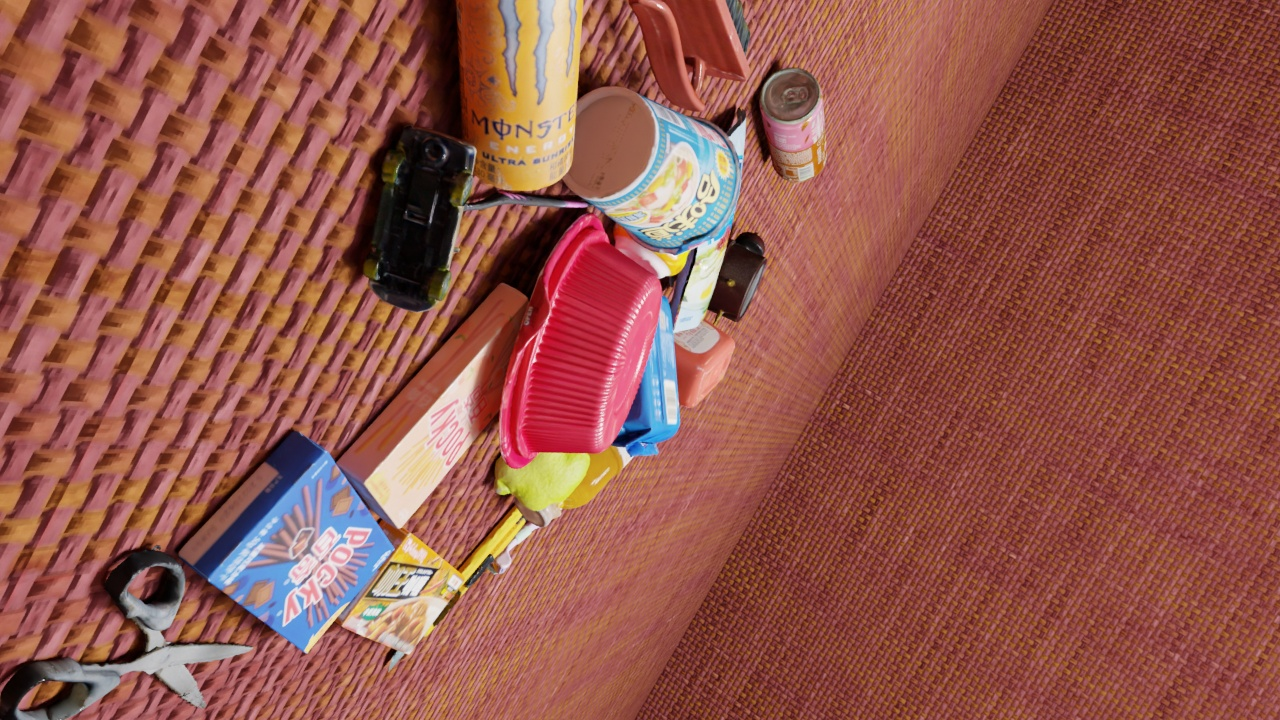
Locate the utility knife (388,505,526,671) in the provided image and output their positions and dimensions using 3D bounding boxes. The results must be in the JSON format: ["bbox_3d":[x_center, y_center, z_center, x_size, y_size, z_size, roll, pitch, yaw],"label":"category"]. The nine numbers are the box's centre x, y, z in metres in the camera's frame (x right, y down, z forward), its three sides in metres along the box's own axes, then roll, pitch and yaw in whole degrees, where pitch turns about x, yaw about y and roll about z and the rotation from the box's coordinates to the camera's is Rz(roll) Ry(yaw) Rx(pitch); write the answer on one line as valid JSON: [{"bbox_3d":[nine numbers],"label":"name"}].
[{"bbox_3d":[-0.155,0.196,0.811,0.192,0.015,0.033,-50,158,-29],"label":"utility knife"}]

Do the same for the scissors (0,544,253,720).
[{"bbox_3d":[-0.253,0.152,0.474,0.170,0.014,0.160,-29,148,-62],"label":"scissors"}]

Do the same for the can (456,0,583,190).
[{"bbox_3d":[-0.057,-0.152,0.432,0.058,0.058,0.146,-47,159,-35],"label":"can"}]

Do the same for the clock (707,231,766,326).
[{"bbox_3d":[0.099,-0.091,0.977,0.121,0.055,0.082,-51,162,-49],"label":"clock"}]

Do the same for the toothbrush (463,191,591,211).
[{"bbox_3d":[-0.072,-0.099,0.557,0.188,0.014,0.018,-20,126,-65],"label":"toothbrush"}]

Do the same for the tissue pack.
[{"bbox_3d":[-0.005,0.005,0.789,0.095,0.052,0.157,14,71,-71],"label":"tissue pack"}]

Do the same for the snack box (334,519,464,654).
[{"bbox_3d":[-0.180,0.171,0.682,0.075,0.026,0.154,-54,162,-18],"label":"snack box"}]

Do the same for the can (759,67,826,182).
[{"bbox_3d":[0.151,-0.227,0.899,0.058,0.058,0.147,-59,163,-3],"label":"can"}]

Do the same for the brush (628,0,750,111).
[{"bbox_3d":[0.026,-0.209,0.563,0.145,0.063,0.069,35,73,-72],"label":"brush"}]

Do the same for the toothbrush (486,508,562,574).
[{"bbox_3d":[-0.091,0.156,0.921,0.188,0.029,0.021,-38,115,-53],"label":"toothbrush"}]

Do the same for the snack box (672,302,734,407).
[{"bbox_3d":[0.044,-0.005,0.930,0.091,0.080,0.082,-41,154,-46],"label":"snack box"}]

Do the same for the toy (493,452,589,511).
[{"bbox_3d":[-0.073,0.079,0.765,0.031,0.096,0.100,-155,-112,-69],"label":"toy"}]

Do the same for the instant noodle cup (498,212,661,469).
[{"bbox_3d":[-0.035,-0.005,0.660,0.193,0.066,0.194,20,89,-80],"label":"instant noodle cup"}]

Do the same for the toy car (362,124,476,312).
[{"bbox_3d":[-0.108,-0.068,0.455,0.035,0.042,0.090,-69,177,-71],"label":"toy car"}]

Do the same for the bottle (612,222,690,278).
[{"bbox_3d":[0.027,-0.120,0.715,0.108,0.063,0.063,-57,163,-8],"label":"bottle"}]

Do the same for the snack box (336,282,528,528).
[{"bbox_3d":[-0.125,0.030,0.600,0.157,0.026,0.085,-53,162,-23],"label":"snack box"}]

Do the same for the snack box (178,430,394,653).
[{"bbox_3d":[-0.197,0.111,0.533,0.084,0.026,0.157,-52,162,-25],"label":"snack box"}]

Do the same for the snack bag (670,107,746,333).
[{"bbox_3d":[0.062,-0.123,0.831,0.110,0.039,0.191,-49,157,-47],"label":"snack bag"}]

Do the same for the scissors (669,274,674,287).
[{"bbox_3d":[0.034,-0.108,0.846,0.137,0.017,0.077,39,73,-77],"label":"scissors"}]

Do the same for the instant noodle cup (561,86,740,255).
[{"bbox_3d":[0.002,-0.127,0.595,0.099,0.099,0.109,-62,155,9],"label":"instant noodle cup"}]

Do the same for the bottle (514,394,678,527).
[{"bbox_3d":[-0.040,0.076,0.845,0.189,0.068,0.068,-45,158,-32],"label":"bottle"}]
